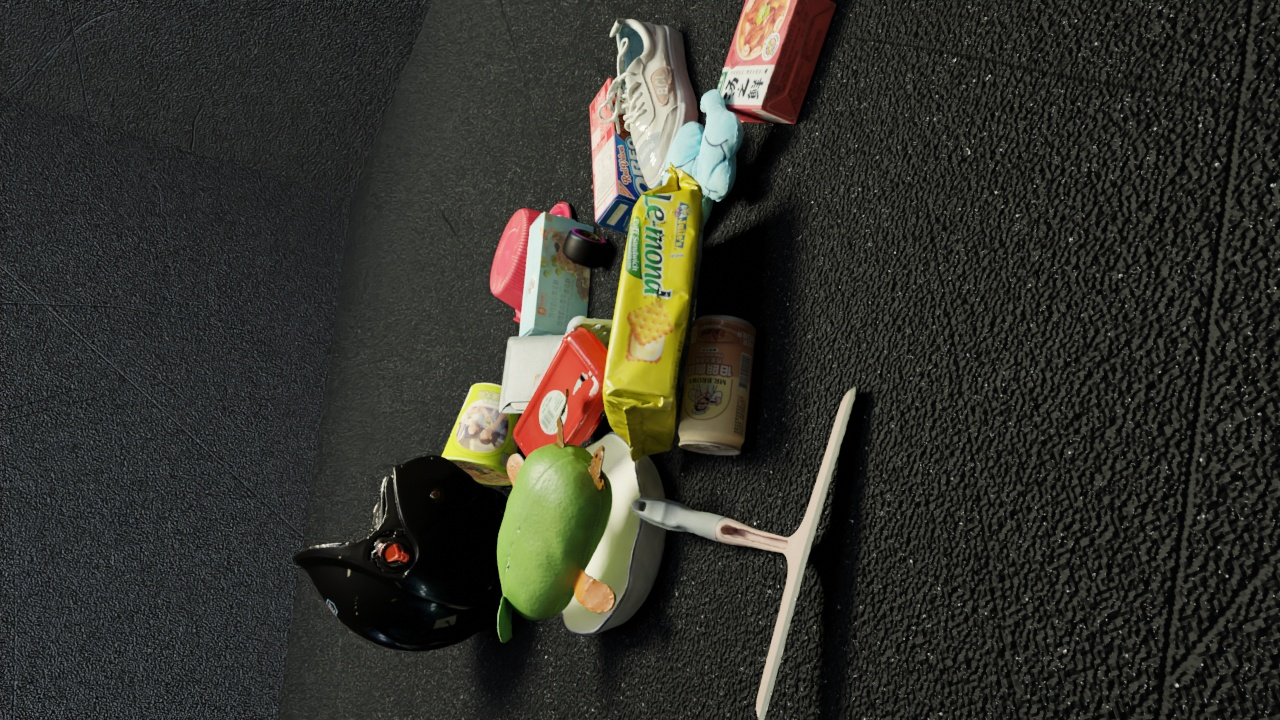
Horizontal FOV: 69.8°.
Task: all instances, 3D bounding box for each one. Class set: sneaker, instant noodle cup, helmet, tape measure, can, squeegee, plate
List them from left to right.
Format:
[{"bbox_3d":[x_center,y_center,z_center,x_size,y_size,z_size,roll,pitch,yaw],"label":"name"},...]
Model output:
[{"bbox_3d":[-0.285,0.256,1.168,0.230,0.274,0.234,67,155,12],"label":"helmet"},{"bbox_3d":[-0.215,0.101,1.293,0.112,0.111,0.123,-27,45,57],"label":"instant noodle cup"},{"bbox_3d":[-0.168,-0.149,1.348,0.194,0.065,0.193,-46,36,47],"label":"instant noodle cup"},{"bbox_3d":[-0.070,-0.141,1.168,0.039,0.057,0.057,-67,30,19],"label":"tape measure"},{"bbox_3d":[-0.034,0.180,0.950,0.205,0.045,0.204,-40,43,52],"label":"plate"},{"bbox_3d":[0.004,-0.307,1.066,0.090,0.090,0.241,-44,41,49],"label":"sneaker"},{"bbox_3d":[0.068,0.022,0.809,0.059,0.058,0.116,-16,63,61],"label":"can"},{"bbox_3d":[0.070,0.140,0.762,0.250,0.040,0.247,1,70,58],"label":"squeegee"}]

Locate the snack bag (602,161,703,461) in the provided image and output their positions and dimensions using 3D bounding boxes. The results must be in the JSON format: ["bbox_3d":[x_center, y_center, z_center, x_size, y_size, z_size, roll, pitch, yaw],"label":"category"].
[{"bbox_3d":[0.014,-0.041,0.852,0.158,0.068,0.246,85,-165,-71],"label":"snack bag"}]

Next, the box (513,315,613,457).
[{"bbox_3d":[-0.063,0.033,1.000,0.095,0.098,0.202,52,138,17],"label":"box"}]

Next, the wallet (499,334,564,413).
[{"bbox_3d":[-0.110,0.018,1.119,0.130,0.037,0.106,-1,72,24],"label":"wallet"}]

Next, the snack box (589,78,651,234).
[{"bbox_3d":[-0.025,-0.253,1.135,0.058,0.057,0.207,-43,41,44],"label":"snack box"}]

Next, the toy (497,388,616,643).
[{"bbox_3d":[-0.084,0.159,0.908,0.227,0.089,0.247,50,126,47],"label":"toy"}]

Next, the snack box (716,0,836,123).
[{"bbox_3d":[0.119,-0.289,0.880,0.127,0.044,0.113,33,107,63],"label":"snack box"}]

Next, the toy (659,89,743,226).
[{"bbox_3d":[0.057,-0.192,0.927,0.156,0.049,0.161,-133,44,-62],"label":"toy"}]

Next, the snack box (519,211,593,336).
[{"bbox_3d":[-0.110,-0.104,1.209,0.052,0.074,0.174,-32,50,54],"label":"snack box"}]
